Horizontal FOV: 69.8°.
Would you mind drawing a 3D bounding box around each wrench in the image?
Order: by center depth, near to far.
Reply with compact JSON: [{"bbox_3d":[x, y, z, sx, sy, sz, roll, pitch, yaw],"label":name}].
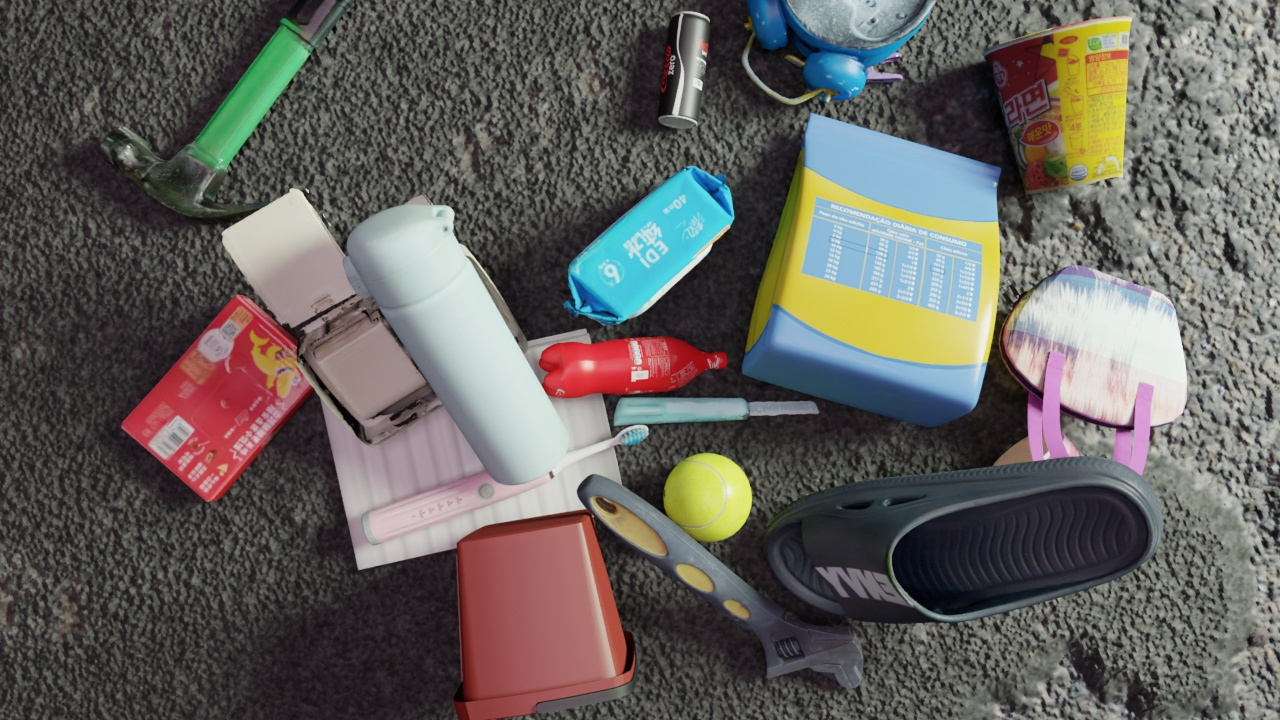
[{"bbox_3d":[0.063,0.167,0.665,0.273,0.022,0.073,40,115,-17],"label":"wrench"}]

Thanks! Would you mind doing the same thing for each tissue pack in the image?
[{"bbox_3d":[0.003,-0.078,0.668,0.144,0.093,0.061,-40,97,-1],"label":"tissue pack"}]

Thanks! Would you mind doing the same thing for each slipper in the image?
[{"bbox_3d":[0.205,0.138,0.621,0.269,0.083,0.111,-17,106,31],"label":"slipper"}]

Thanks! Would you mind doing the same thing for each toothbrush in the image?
[{"bbox_3d":[-0.099,0.089,0.685,0.222,0.026,0.027,-20,104,-1],"label":"toothbrush"}]

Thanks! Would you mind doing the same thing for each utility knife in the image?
[{"bbox_3d":[0.058,0.038,0.704,0.158,0.015,0.022,-1,90,1],"label":"utility knife"}]

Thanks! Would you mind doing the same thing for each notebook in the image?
[{"bbox_3d":[-0.128,0.067,0.703,0.210,0.009,0.142,-12,90,-1],"label":"notebook"}]

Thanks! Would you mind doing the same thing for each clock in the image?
[{"bbox_3d":[0.145,-0.263,0.683,0.161,0.060,0.117,-43,83,0],"label":"clock"}]

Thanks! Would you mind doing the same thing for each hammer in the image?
[{"bbox_3d":[-0.259,-0.243,0.694,0.130,0.032,0.318,36,88,0],"label":"hammer"}]

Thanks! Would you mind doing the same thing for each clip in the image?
[{"bbox_3d":[0.178,-0.225,0.713,0.052,0.013,0.036,-6,88,1],"label":"clip"}]

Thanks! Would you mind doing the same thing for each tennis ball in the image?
[{"bbox_3d":[0.050,0.101,0.679,0.065,0.065,0.065,0,89,-1],"label":"tennis ball"}]

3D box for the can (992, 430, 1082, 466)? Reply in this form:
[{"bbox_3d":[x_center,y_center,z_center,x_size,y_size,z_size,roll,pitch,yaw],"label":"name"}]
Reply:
[{"bbox_3d":[0.309,0.099,0.684,0.067,0.067,0.076,-41,91,-2],"label":"can"}]

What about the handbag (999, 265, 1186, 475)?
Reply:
[{"bbox_3d":[0.317,0.026,0.650,0.144,0.068,0.169,19,62,-1],"label":"handbag"}]

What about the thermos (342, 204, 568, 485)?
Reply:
[{"bbox_3d":[-0.119,-0.008,0.618,0.078,0.065,0.207,-22,122,6],"label":"thermos"}]

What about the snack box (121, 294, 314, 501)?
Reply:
[{"bbox_3d":[-0.312,0.028,0.693,0.089,0.021,0.133,41,89,-1],"label":"snack box"}]

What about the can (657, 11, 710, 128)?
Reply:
[{"bbox_3d":[0.033,-0.221,0.699,0.031,0.031,0.080,7,89,-1],"label":"can"}]

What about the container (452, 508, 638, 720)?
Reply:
[{"bbox_3d":[-0.066,0.213,0.633,0.127,0.148,0.200,-9,85,-1],"label":"container"}]

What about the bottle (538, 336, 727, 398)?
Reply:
[{"bbox_3d":[-0.004,0.004,0.686,0.141,0.042,0.042,-4,89,-14],"label":"bottle"}]

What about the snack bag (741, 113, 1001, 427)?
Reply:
[{"bbox_3d":[0.175,-0.072,0.674,0.159,0.102,0.205,16,76,-1],"label":"snack bag"}]

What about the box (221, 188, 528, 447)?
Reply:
[{"bbox_3d":[-0.186,-0.049,0.667,0.145,0.101,0.186,-30,108,-5],"label":"box"}]

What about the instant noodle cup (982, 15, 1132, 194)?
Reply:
[{"bbox_3d":[0.312,-0.184,0.679,0.100,0.100,0.112,-9,98,-2],"label":"instant noodle cup"}]
